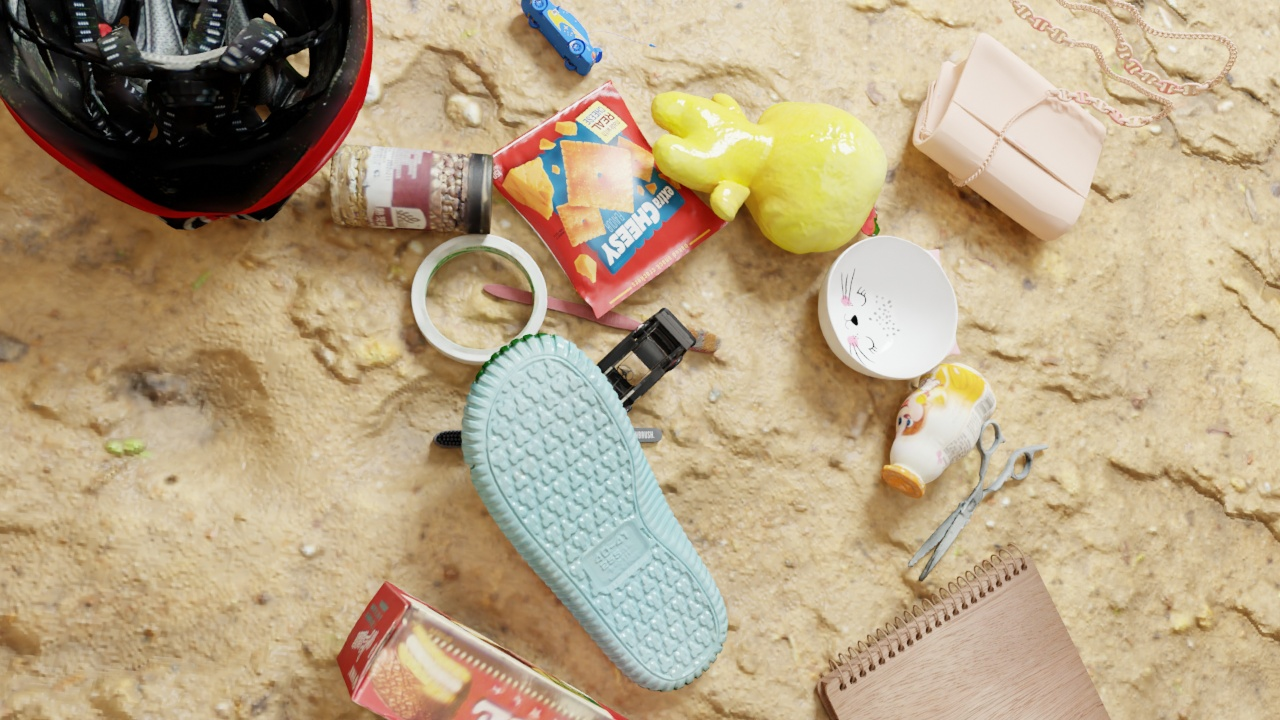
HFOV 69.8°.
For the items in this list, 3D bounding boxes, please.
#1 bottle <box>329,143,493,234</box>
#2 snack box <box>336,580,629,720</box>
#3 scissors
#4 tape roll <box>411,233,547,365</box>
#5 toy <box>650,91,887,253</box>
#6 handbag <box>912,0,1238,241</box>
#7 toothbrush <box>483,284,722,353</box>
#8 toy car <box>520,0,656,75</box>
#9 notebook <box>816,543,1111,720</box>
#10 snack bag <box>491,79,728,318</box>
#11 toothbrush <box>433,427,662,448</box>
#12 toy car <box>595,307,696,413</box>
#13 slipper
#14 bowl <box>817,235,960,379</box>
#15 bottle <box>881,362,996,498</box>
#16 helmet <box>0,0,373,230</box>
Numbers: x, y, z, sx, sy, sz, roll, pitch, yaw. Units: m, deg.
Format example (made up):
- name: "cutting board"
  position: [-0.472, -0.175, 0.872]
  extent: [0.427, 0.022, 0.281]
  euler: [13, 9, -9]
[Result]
- name: "bottle"
  position: [-0.155, -0.118, 0.633]
  extent: [0.105, 0.056, 0.056]
  euler: [3, 79, -8]
- name: "snack box"
  position: [-0.066, 0.221, 0.559]
  extent: [0.236, 0.113, 0.060]
  euler: [36, 72, -15]
- name: "scissors"
  position: [0.278, 0.117, 0.748]
  extent: [0.120, 0.014, 0.159]
  euler: [21, 87, -29]
- name: "tape roll"
  position: [-0.114, -0.044, 0.654]
  extent: [0.093, 0.018, 0.093]
  euler: [2, 81, -11]
- name: "toy"
  position: [0.105, -0.152, 0.707]
  extent: [0.207, 0.092, 0.133]
  euler: [8, 64, -12]
- name: "handbag"
  position: [0.326, -0.205, 0.732]
  extent: [0.198, 0.188, 0.116]
  euler: [31, 65, -14]
- name: "toothbrush"
  position: [-0.026, -0.033, 0.685]
  extent: [0.184, 0.016, 0.015]
  euler: [14, 78, -12]
- name: "toy car"
  position: [-0.041, -0.260, 0.711]
  extent: [0.061, 0.033, 0.092]
  euler: [-42, 93, -13]
- name: "notebook"
  position: [0.252, 0.264, 0.709]
  extent: [0.210, 0.022, 0.169]
  euler: [-25, 89, -19]
- name: "snack bag"
  position: [-0.027, -0.123, 0.688]
  extent: [0.130, 0.039, 0.144]
  euler: [-37, 88, -19]
- name: "toothbrush"
  position: [-0.063, 0.055, 0.659]
  extent: [0.167, 0.013, 0.013]
  euler: [1, 79, -19]
- name: "toy car"
  position: [-0.004, 0.004, 0.667]
  extent: [0.092, 0.037, 0.040]
  euler: [-43, 95, 6]
- name: "slipper"
  position: [-0.032, 0.109, 0.631]
  extent: [0.115, 0.070, 0.276]
  euler: [-37, 106, -19]
- name: "bowl"
  position: [0.188, -0.037, 0.731]
  extent: [0.114, 0.051, 0.114]
  euler: [3, 79, -16]
- name: "bottle"
  position: [0.230, 0.055, 0.719]
  extent: [0.063, 0.063, 0.108]
  euler: [40, 71, -6]
- name: "helmet"
  position: [-0.278, -0.213, 0.562]
  extent: [0.217, 0.167, 0.272]
  euler: [-8, 82, -18]
